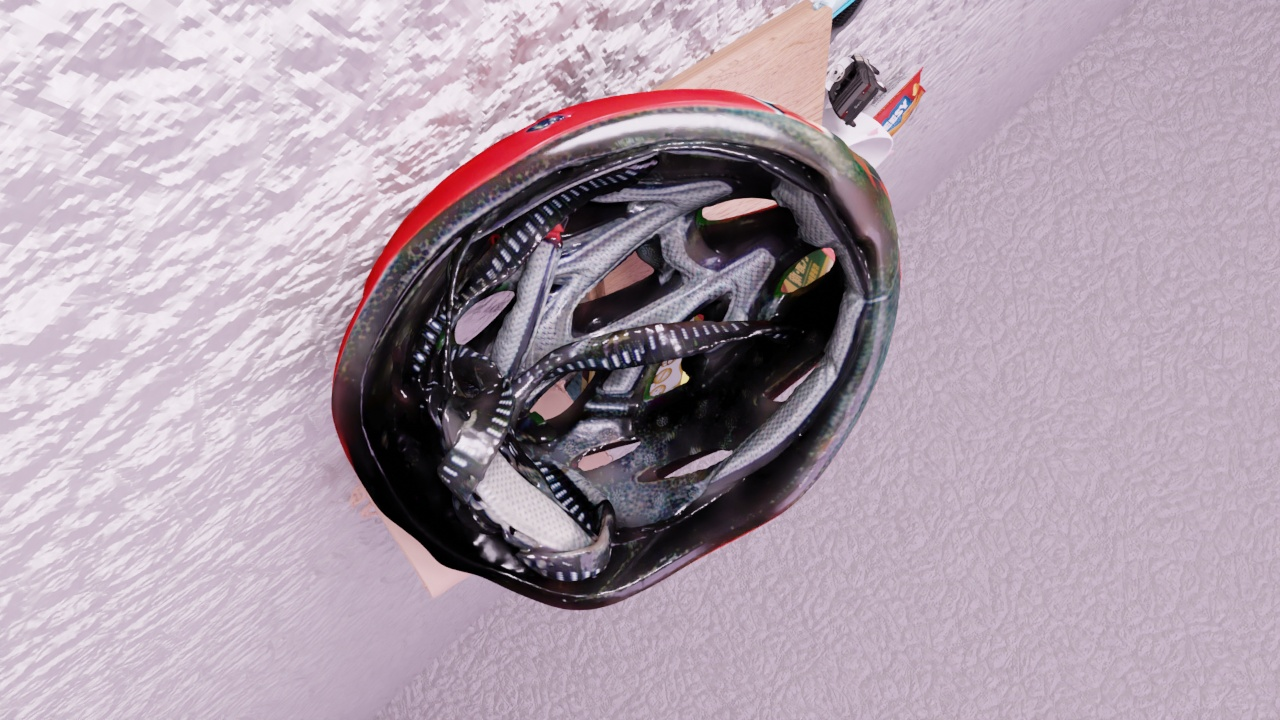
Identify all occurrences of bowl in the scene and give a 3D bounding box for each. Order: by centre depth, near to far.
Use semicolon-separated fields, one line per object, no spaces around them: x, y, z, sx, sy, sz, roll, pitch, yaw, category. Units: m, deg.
0.160;-0.184;0.813;0.114;0.050;0.115;-24;168;-6;bowl

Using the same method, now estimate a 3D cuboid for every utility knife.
0.162;-0.264;0.609;0.148;0.015;0.022;-42;175;-22;utility knife

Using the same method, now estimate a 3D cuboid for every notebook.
0.045;-0.107;0.578;0.209;0.022;0.169;-38;144;-29;notebook

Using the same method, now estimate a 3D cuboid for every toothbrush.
0.114;-0.205;0.680;0.013;0.013;0.168;-25;162;-40;toothbrush

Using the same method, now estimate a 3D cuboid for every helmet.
-0.011;-0.011;0.434;0.272;0.217;0.166;-35;-154;11;helmet

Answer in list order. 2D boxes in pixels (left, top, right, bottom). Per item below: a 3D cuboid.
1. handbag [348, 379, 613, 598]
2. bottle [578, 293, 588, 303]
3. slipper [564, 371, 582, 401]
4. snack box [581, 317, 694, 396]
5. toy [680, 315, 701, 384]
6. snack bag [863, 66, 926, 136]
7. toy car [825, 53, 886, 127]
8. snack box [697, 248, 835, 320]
-0.107;0.095;0.702;0.198;0.116;0.187;-33;166;-19;handbag
-0.021;-0.058;0.613;0.108;0.063;0.063;-38;170;-28;bottle
-0.064;0.062;1.013;0.277;0.069;0.115;-45;175;16;slipper
-0.005;0.005;0.875;0.100;0.031;0.186;-27;149;-24;snack box
0.042;-0.006;1.110;0.207;0.092;0.134;-48;-177;-42;toy
0.257;-0.257;0.996;0.131;0.039;0.143;-46;171;18;snack bag
0.169;-0.221;0.739;0.040;0.037;0.092;-49;-165;29;toy car
0.114;-0.084;0.811;0.060;0.113;0.237;-39;171;-22;snack box
